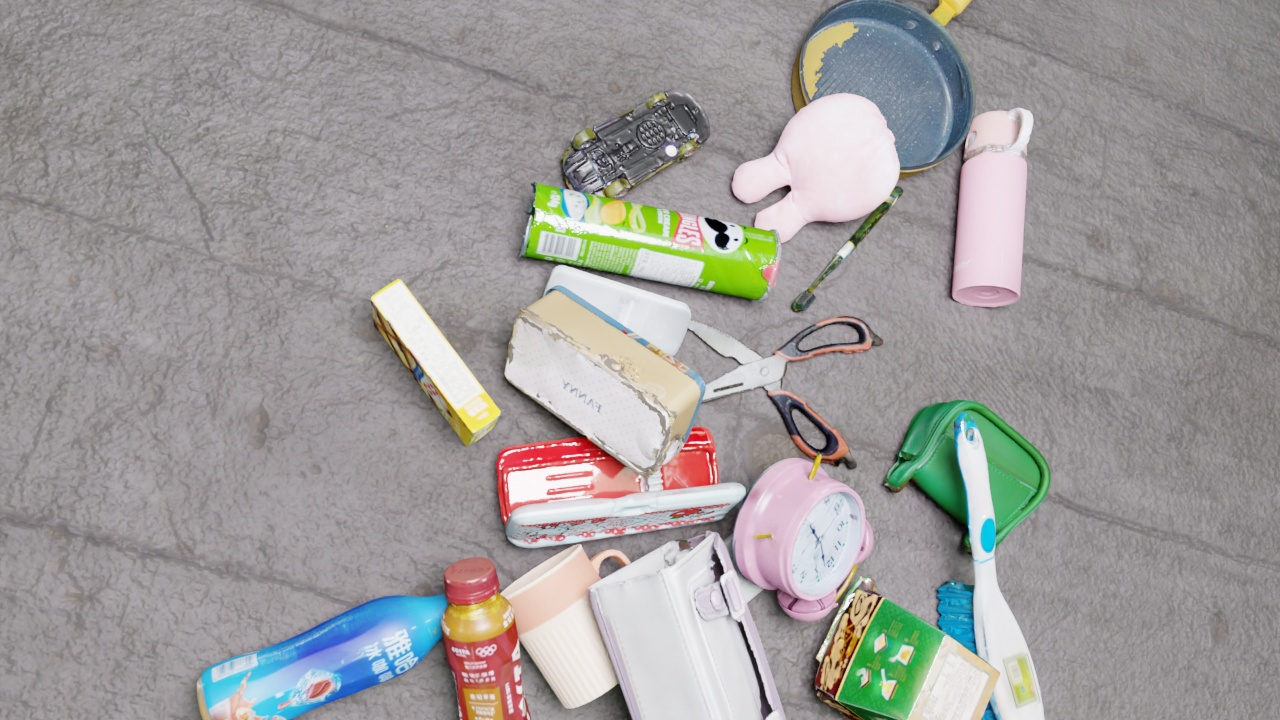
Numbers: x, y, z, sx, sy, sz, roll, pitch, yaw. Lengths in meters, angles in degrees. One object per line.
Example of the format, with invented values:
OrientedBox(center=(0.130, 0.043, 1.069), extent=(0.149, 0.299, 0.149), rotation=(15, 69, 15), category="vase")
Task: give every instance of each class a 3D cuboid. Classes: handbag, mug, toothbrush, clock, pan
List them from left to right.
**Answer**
OrientedBox(center=(-0.047, 0.213, 0.768), extent=(0.114, 0.082, 0.106), rotation=(-31, 88, -29), category="mug")
OrientedBox(center=(0.052, 0.249, 0.739), extent=(0.099, 0.144, 0.197), rotation=(-20, 87, 21), category="handbag")
OrientedBox(center=(0.148, 0.159, 0.795), extent=(0.117, 0.060, 0.158), rotation=(-50, 131, -19), category="clock")
OrientedBox(center=(0.213, -0.114, 0.930), extent=(0.185, 0.017, 0.012), rotation=(-47, 111, -18), category="toothbrush")
OrientedBox(center=(0.305, -0.347, 0.969), extent=(0.197, 0.078, 0.356), rotation=(40, 73, -3), category="pan")
OrientedBox(center=(0.312, 0.108, 0.885), extent=(0.131, 0.068, 0.120), rotation=(41, 81, -4), category="handbag")

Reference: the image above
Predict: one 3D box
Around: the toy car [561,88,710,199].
OrientedBox(center=(-0.003, -0.205, 0.885), extent=(0.158, 0.042, 0.070), rotation=(-32, 87, -16), category="toy car")

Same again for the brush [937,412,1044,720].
OrientedBox(center=(0.307, 0.206, 0.832), extent=(0.060, 0.110, 0.314), rotation=(-12, 83, -15), category="brush")

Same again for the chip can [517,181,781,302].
OrientedBox(center=(0.009, -0.108, 0.852), extent=(0.236, 0.072, 0.072), rotation=(9, 76, -11), category="chip can")

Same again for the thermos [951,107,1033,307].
OrientedBox(center=(0.366, -0.160, 0.940), extent=(0.067, 0.087, 0.198), rotation=(13, 77, -12), category="thermos")

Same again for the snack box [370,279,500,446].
OrientedBox(center=(-0.174, 0.005, 0.776), extent=(0.033, 0.087, 0.140), rotation=(-39, 90, -19), category="snack box")

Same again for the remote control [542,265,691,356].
OrientedBox(center=(-0.023, -0.045, 0.845), extent=(0.136, 0.020, 0.056), rotation=(16, 115, -9), category="remote control")

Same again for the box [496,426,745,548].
OrientedBox(center=(-0.017, 0.106, 0.785), extent=(0.201, 0.102, 0.095), rotation=(-5, 80, -15), category="box")

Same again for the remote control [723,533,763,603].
OrientedBox(center=(0.109, 0.176, 0.842), extent=(0.135, 0.019, 0.056), rotation=(-35, 89, -18), category="remote control")

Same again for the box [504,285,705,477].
OrientedBox(center=(-0.038, 0.013, 0.777), extent=(0.184, 0.090, 0.061), rotation=(37, 44, 19), category="box")

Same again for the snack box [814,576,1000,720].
OrientedBox(center=(0.235, 0.271, 0.790), extent=(0.118, 0.106, 0.117), rotation=(36, 74, -24), category="snack box")

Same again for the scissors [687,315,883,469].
OrientedBox(center=(0.139, 0.011, 0.886), extent=(0.222, 0.015, 0.188), rotation=(38, 73, -4), category="scissors")

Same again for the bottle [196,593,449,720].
OrientedBox(center=(-0.229, 0.231, 0.727), extent=(0.218, 0.065, 0.065), rotation=(-20, 83, -18), category="bottle")

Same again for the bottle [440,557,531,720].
OrientedBox(center=(-0.121, 0.241, 0.720), extent=(0.057, 0.057, 0.175), rotation=(-11, 106, -15), category="bottle")

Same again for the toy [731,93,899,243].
OrientedBox(center=(0.171, -0.185, 0.898), extent=(0.160, 0.054, 0.121), rotation=(-27, 93, 11), category="toy")
